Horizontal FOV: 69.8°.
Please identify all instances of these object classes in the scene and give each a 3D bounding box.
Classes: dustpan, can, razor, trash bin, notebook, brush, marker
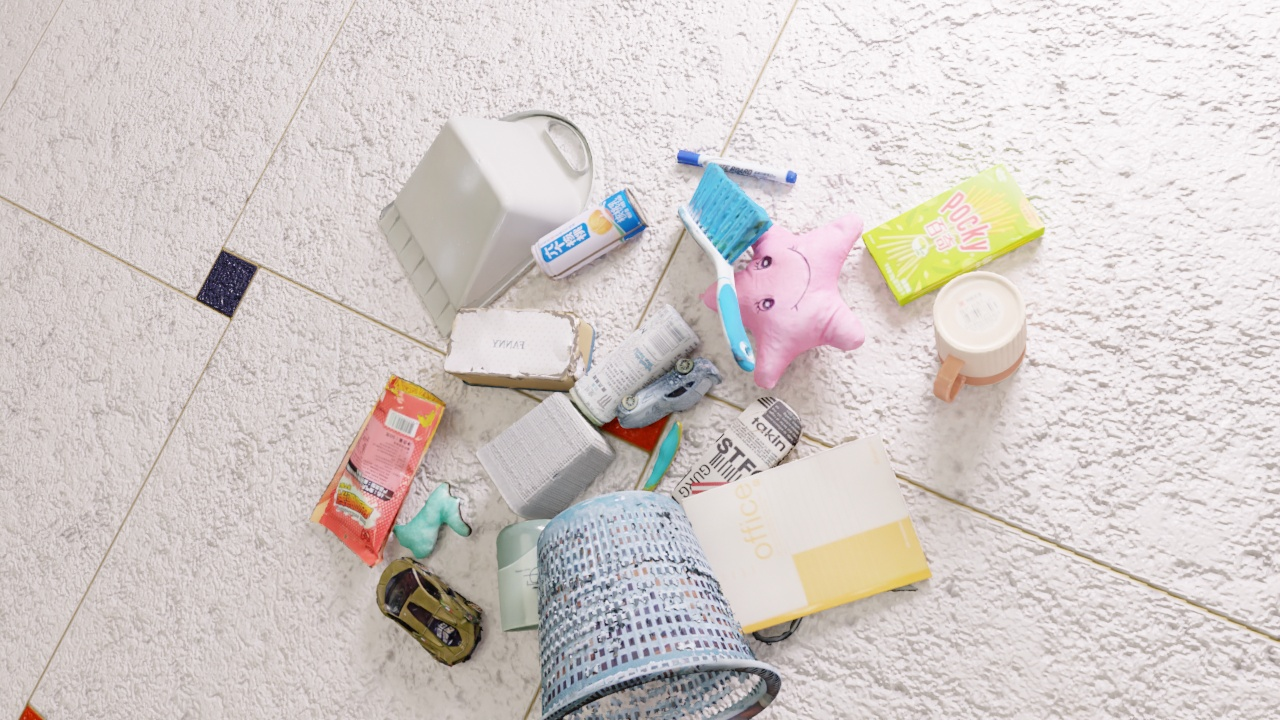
[{"bbox_3d":[-0.183,-0.194,1.160,0.258,0.142,0.222,-52,59,34],"label":"dustpan"},{"bbox_3d":[-0.059,-0.146,1.071,0.135,0.053,0.053,-29,66,12],"label":"can"},{"bbox_3d":[0.009,0.123,0.979,0.132,0.028,0.043,-57,33,1],"label":"razor"},{"bbox_3d":[-0.006,0.006,1.003,0.147,0.058,0.058,-41,64,7],"label":"can"},{"bbox_3d":[-0.007,0.238,0.849,0.227,0.226,0.194,-26,52,13],"label":"trash bin"},{"bbox_3d":[0.157,0.171,0.890,0.206,0.010,0.145,-20,79,11],"label":"notebook"},{"bbox_3d":[0.094,-0.104,0.927,0.109,0.060,0.314,-46,30,13],"label":"brush"},{"bbox_3d":[0.109,-0.221,1.046,0.146,0.017,0.017,17,81,25],"label":"marker"}]

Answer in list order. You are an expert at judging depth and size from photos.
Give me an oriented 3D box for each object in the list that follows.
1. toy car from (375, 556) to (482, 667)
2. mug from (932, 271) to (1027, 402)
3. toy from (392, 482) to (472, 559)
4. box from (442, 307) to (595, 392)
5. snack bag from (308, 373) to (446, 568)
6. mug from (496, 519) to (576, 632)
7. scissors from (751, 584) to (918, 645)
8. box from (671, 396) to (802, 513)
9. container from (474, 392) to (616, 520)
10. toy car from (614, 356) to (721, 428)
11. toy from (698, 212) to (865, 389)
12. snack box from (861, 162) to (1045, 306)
[{"bbox_3d":[-0.241,0.280,1.028,0.158,0.042,0.070,27,85,29],"label":"toy car"},{"bbox_3d":[0.308,-0.016,0.856,0.082,0.106,0.114,32,88,27],"label":"mug"},{"bbox_3d":[-0.238,0.188,1.058,0.096,0.030,0.092,35,91,31],"label":"toy"},{"bbox_3d":[-0.146,-0.012,1.066,0.184,0.060,0.089,5,76,25],"label":"box"},{"bbox_3d":[-0.309,0.127,1.090,0.129,0.073,0.208,25,90,33],"label":"snack bag"},{"bbox_3d":[-0.094,0.225,0.968,0.111,0.082,0.106,-4,70,-11],"label":"mug"},{"bbox_3d":[0.172,0.215,0.895,0.178,0.014,0.159,27,85,25],"label":"scissors"},{"bbox_3d":[0.097,0.107,0.936,0.070,0.055,0.164,40,91,4],"label":"box"},{"bbox_3d":[-0.099,0.104,0.996,0.114,0.090,0.090,-40,65,3],"label":"container"},{"bbox_3d":[0.030,0.038,0.981,0.121,0.054,0.036,-31,64,11],"label":"toy car"},{"bbox_3d":[0.144,-0.063,0.952,0.179,0.074,0.194,-4,68,26],"label":"toy"},{"bbox_3d":[0.315,-0.127,0.931,0.156,0.026,0.085,-27,67,12],"label":"snack box"}]
